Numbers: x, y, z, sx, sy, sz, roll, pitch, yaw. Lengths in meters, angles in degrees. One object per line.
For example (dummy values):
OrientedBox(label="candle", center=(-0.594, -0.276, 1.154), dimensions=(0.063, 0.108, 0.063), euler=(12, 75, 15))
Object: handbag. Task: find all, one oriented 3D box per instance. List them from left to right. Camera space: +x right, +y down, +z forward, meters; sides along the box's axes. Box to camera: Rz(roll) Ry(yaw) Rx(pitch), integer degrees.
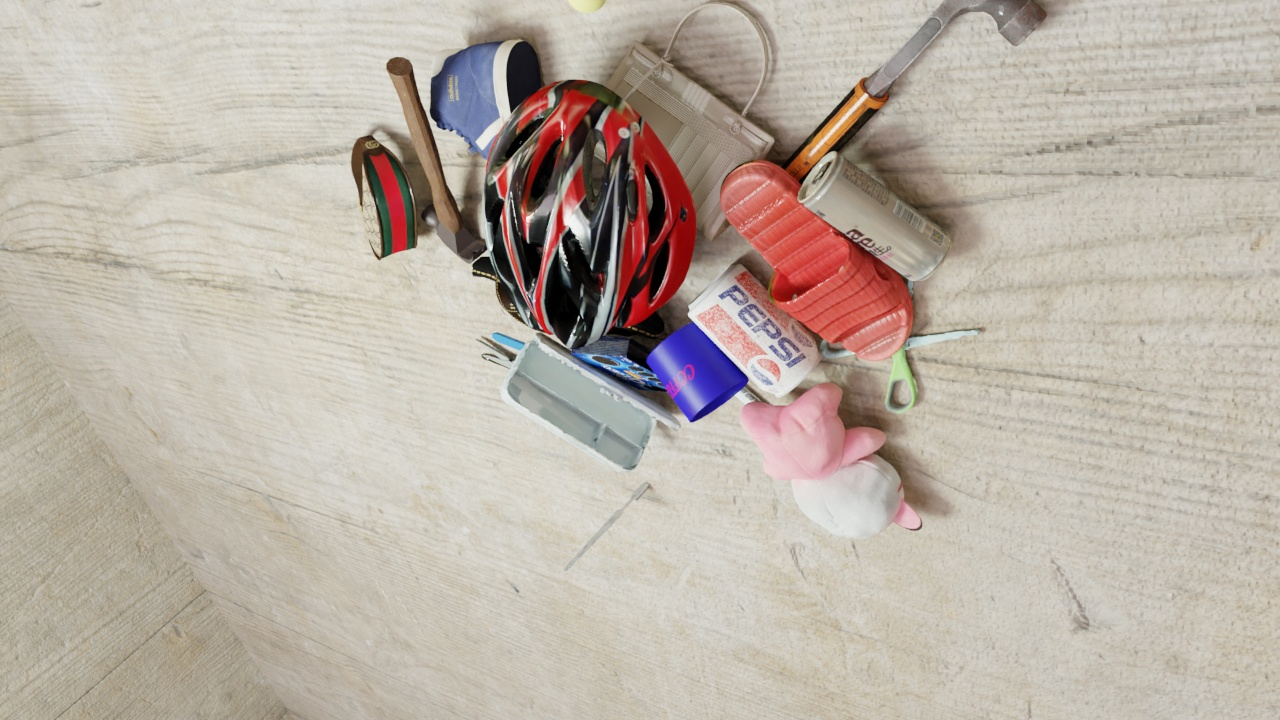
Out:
OrientedBox(label="handbag", center=(-0.340, -0.211, 1.193), dimensions=(0.138, 0.063, 0.167), euler=(60, 156, 23))
OrientedBox(label="handbag", center=(0.053, -0.245, 0.876), dimensions=(0.175, 0.062, 0.198), euler=(37, 131, 6))

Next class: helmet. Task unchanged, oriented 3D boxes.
OrientedBox(label="helmet", center=(-0.059, -0.136, 0.894), dimensions=(0.217, 0.166, 0.273), euler=(26, 142, 23))

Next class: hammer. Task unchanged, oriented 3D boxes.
OrientedBox(label="hammer", center=(-0.236, -0.218, 1.050), dimensions=(0.115, 0.033, 0.323), euler=(41, 161, 18))
OrientedBox(label="hammer", center=(0.177, -0.227, 0.794), dimensions=(0.138, 0.034, 0.315), euler=(42, 140, -2))

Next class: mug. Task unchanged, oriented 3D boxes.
OrientedBox(label="mug", center=(0.074, 0.006, 1.017), dimensions=(0.083, 0.111, 0.079), euler=(54, 143, 12))

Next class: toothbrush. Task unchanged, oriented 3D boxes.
OrientedBox(label="toothbrush", center=(-0.139, -0.006, 1.249), dimensions=(0.167, 0.014, 0.016), euler=(21, 135, 25))
OrientedBox(label="toothbrush", center=(-0.045, 0.226, 1.245), dimensions=(0.010, 0.181, 0.010), euler=(31, 141, 22))

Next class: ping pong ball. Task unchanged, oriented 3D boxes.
OrientedBox(label="ping pong ball", center=(-0.050, -0.349, 0.866), dimensions=(0.040, 0.040, 0.040), euler=(22, 135, 23))

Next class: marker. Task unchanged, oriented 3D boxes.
OrientedBox(label="marker", center=(0.147, 0.062, 1.077), dimensions=(0.146, 0.017, 0.017), euler=(40, 139, 4))

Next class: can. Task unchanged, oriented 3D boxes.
OrientedBox(label="can", center=(0.121, -0.032, 0.972), dimensions=(0.136, 0.078, 0.078), euler=(45, 139, -2))
OrientedBox(label="can", center=(0.209, -0.126, 0.815), dimensions=(0.135, 0.054, 0.054), euler=(32, 141, -12))

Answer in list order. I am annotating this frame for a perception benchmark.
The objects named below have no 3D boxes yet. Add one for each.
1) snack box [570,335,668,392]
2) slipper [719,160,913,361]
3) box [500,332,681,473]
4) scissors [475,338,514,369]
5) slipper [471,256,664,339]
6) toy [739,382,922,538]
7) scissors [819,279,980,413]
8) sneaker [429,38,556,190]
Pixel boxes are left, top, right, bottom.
OrientedBox(label="snack box", center=(-0.006, 0.006, 1.082), dimensions=(0.082, 0.027, 0.150), euler=(3, 163, 36))
OrientedBox(label="slipper", center=(0.167, -0.082, 0.869), dimensions=(0.249, 0.059, 0.104), euler=(44, 135, -18))
OrientedBox(label="box", center=(-0.049, 0.043, 1.114), dimensions=(0.215, 0.106, 0.125), euler=(33, 153, -21))
OrientedBox(label="scissors", center=(-0.144, 0.022, 1.268), dimensions=(0.179, 0.015, 0.188), euler=(45, 153, -15))
OrientedBox(label="slipper", center=(-0.095, -0.064, 1.100), dimensions=(0.268, 0.112, 0.076), euler=(20, 103, 28))
OrientedBox(label="toy", center=(0.208, 0.121, 1.016), dimensions=(0.142, 0.084, 0.213), euler=(-18, 122, 37))
OrientedBox(label="scissors", center=(0.254, -0.017, 0.927), dimensions=(0.168, 0.023, 0.172), euler=(22, 131, 31))
OrientedBox(label="sneaker", center=(-0.167, -0.236, 1.016), dimensions=(0.118, 0.091, 0.233), euler=(12, 130, 25))
